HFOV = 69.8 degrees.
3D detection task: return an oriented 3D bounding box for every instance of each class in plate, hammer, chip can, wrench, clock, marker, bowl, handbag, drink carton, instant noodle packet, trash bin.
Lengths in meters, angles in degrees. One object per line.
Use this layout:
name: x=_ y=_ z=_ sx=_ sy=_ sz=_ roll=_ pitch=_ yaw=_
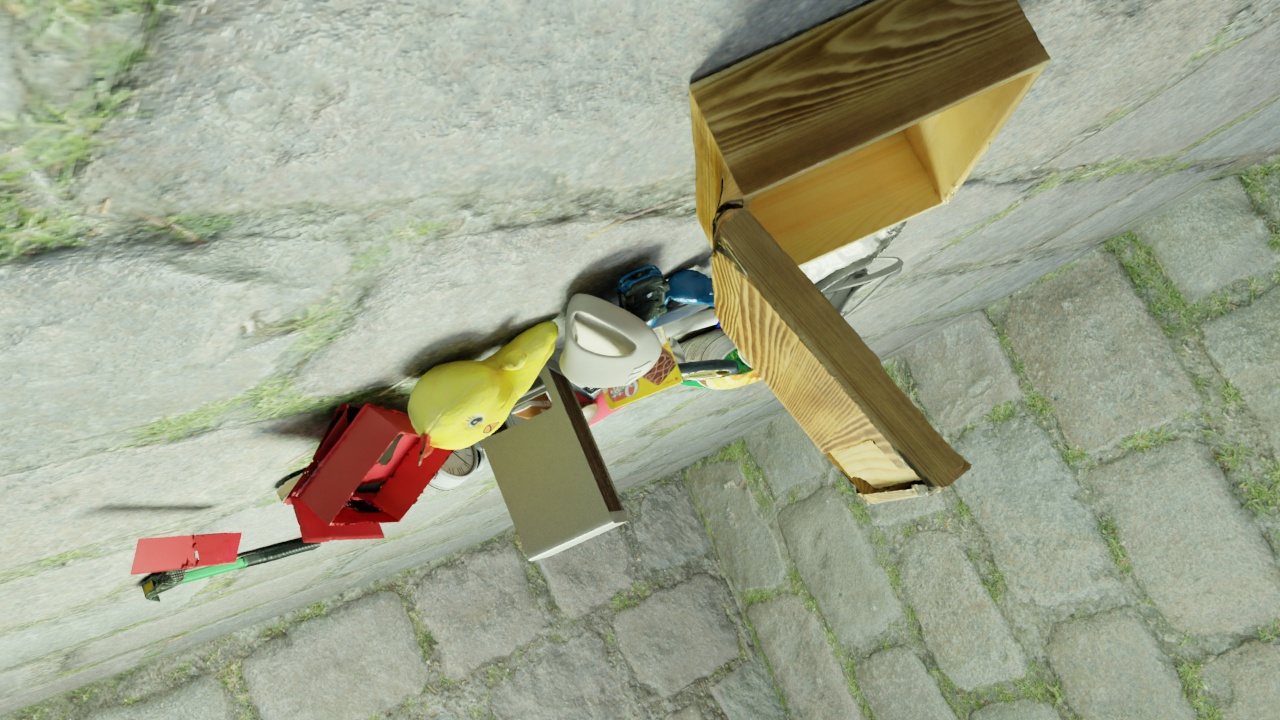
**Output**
plate: x=0.025 y=-0.052 z=1.154 sx=0.134 sy=0.011 sz=0.134 roll=-21 pitch=-175 yaw=2
hammer: x=-0.684 y=0.345 z=1.560 sx=0.130 sy=0.032 sz=0.318 roll=-31 pitch=167 yaw=30
chip can: x=-0.035 y=0.037 z=1.361 sx=0.221 sy=0.069 sz=0.069 roll=-32 pitch=166 yaw=33
wrench: x=-0.001 y=0.023 z=1.273 sx=0.274 sy=0.022 sz=0.073 roll=-7 pitch=147 yaw=12
clock: x=-0.259 y=0.124 z=1.250 sx=0.035 sy=0.094 sz=0.122 roll=-35 pitch=171 yaw=31
marker: x=0.076 y=-0.053 z=1.282 sx=0.132 sy=0.027 sz=0.023 roll=-16 pitch=163 yaw=-33
bowl: x=-0.112 y=0.093 z=1.325 sx=0.114 sy=0.026 sz=0.102 roll=-41 pitch=164 yaw=-2
handbag: x=0.247 y=-0.075 z=1.220 sx=0.223 sy=0.095 sz=0.215 roll=-23 pitch=-168 yaw=36
drink carton: x=-0.193 y=0.090 z=1.333 sx=0.125 sy=0.048 sz=0.076 roll=-28 pitch=168 yaw=19
instant noodle packet: x=0.147 y=-0.008 z=1.419 sx=0.195 sy=0.090 sz=0.253 roll=-17 pitch=-169 yaw=-31
trash bin: x=-0.121 y=0.126 z=1.187 sx=0.114 sy=0.228 sz=0.114 roll=-25 pitch=169 yaw=5

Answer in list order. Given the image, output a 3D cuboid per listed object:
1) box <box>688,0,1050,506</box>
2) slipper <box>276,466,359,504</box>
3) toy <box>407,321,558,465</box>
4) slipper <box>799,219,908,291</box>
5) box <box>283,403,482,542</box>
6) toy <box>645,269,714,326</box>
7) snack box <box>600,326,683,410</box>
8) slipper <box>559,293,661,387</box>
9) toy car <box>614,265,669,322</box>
box: x=0.179 y=-0.056 z=0.728 sx=0.286 sy=0.334 sz=0.279 roll=-22 pitch=171 yaw=1
slipper: x=-0.369 y=0.158 z=1.284 sx=0.262 sy=0.052 sz=0.115 roll=-16 pitch=165 yaw=-34
toy: x=-0.174 y=0.029 z=1.015 sx=0.207 sy=0.092 sz=0.134 roll=-32 pitch=169 yaw=-16
slipper: x=0.218 y=-0.132 z=1.096 sx=0.112 sy=0.074 sz=0.248 roll=20 pitch=143 yaw=-28
box: x=-0.281 y=0.157 z=1.073 sx=0.164 sy=0.153 sz=0.213 roll=-56 pitch=168 yaw=-4
toy: x=0.080 y=-0.081 z=1.063 sx=0.176 sy=0.112 sz=0.071 roll=-6 pitch=135 yaw=11
snack box: x=-0.007 y=0.007 z=1.210 sx=0.106 sy=0.083 sz=0.061 roll=-22 pitch=-175 yaw=2
slipper: x=-0.045 y=-0.001 z=1.041 sx=0.080 sy=0.113 sz=0.266 roll=-61 pitch=180 yaw=-9
toy car: x=-0.002 y=-0.071 z=0.994 sx=0.056 sy=0.043 sz=0.120 roll=-23 pitch=167 yaw=-6
